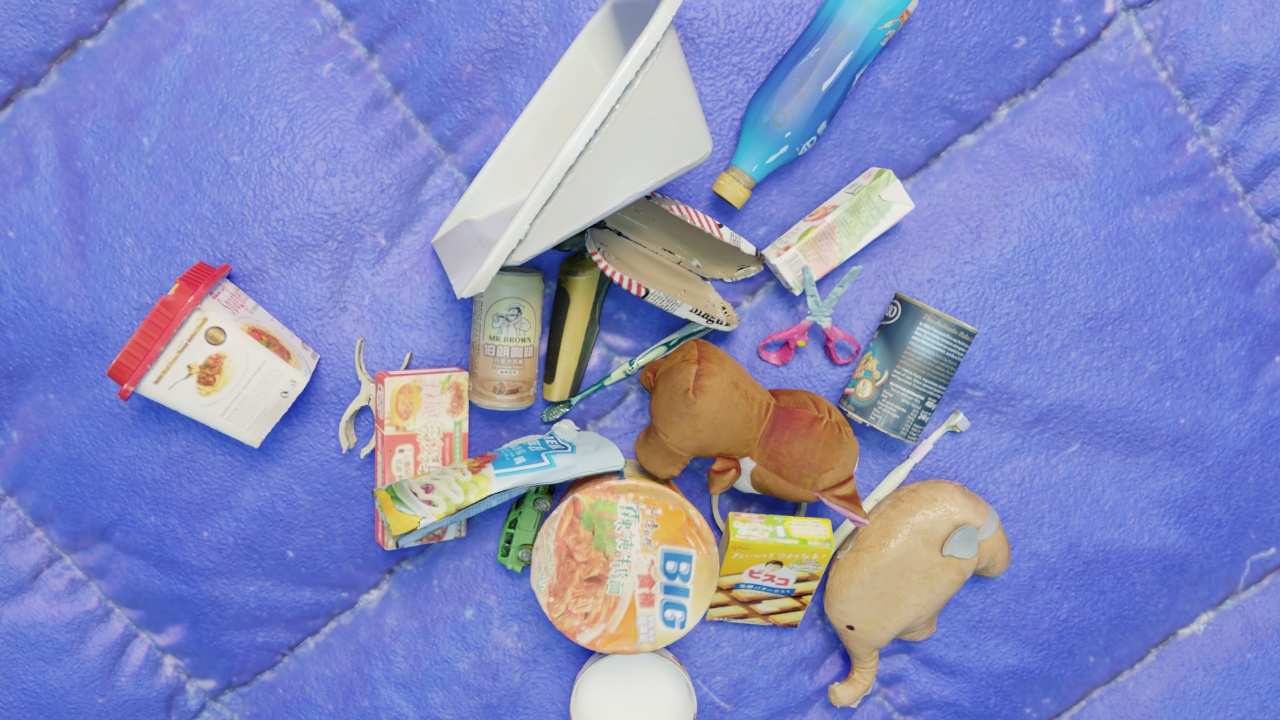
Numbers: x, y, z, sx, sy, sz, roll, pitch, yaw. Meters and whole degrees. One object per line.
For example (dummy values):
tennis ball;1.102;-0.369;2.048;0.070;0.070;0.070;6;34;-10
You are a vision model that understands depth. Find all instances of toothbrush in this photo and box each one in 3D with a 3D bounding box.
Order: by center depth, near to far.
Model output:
toothbrush;-0.005;0.005;0.802;0.192;0.018;0.016;-30;100;4
toothbrush;0.224;0.117;0.830;0.190;0.029;0.020;-47;57;8

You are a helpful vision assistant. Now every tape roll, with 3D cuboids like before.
tape roll;0.107;0.127;0.831;0.086;0.014;0.086;0;101;-1

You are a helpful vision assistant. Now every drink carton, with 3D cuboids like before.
drink carton;0.164;-0.107;0.768;0.122;0.053;0.045;-37;103;5

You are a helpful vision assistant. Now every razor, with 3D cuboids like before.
razor;-0.057;-0.045;0.774;0.067;0.062;0.168;2;109;-35

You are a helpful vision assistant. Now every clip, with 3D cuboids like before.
clip;-0.234;0.033;0.793;0.072;0.034;0.100;17;95;-4

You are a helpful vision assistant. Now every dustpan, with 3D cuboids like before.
dustpan;-0.059;-0.185;0.668;0.257;0.222;0.143;-27;113;-8

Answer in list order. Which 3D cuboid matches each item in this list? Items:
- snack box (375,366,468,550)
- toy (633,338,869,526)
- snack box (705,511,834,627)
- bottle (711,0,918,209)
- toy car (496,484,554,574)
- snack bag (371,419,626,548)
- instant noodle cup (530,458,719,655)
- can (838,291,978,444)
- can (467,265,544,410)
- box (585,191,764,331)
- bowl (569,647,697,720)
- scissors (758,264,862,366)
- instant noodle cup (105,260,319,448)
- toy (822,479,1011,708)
snack box;-0.188;0.083;0.790;0.075;0.025;0.153;-4;103;-33
toy;0.094;0.065;0.760;0.199;0.139;0.131;16;137;-10
snack box;0.108;0.184;0.796;0.087;0.033;0.141;5;135;-3
bottle;0.133;-0.219;0.739;0.065;0.065;0.219;36;97;-8
toy car;-0.101;0.143;0.812;0.036;0.043;0.091;21;99;-5
snack bag;-0.116;0.094;0.745;0.190;0.110;0.039;-19;102;-21
instant noodle cup;-0.014;0.156;0.783;0.151;0.111;0.151;0;101;-2
can;0.226;0.008;0.780;0.075;0.075;0.111;25;99;-6
can;-0.113;-0.020;0.772;0.058;0.058;0.116;5;101;-3
box;0.026;-0.071;0.732;0.162;0.076;0.087;20;71;-41
bowl;-0.008;0.303;0.837;0.113;0.062;0.113;0;100;-3
scissors;0.156;-0.033;0.769;0.113;0.017;0.135;16;138;-15
instant noodle cup;-0.340;-0.001;0.749;0.124;0.116;0.117;37;98;-20
toy;0.224;0.204;0.815;0.143;0.082;0.226;39;99;-15
